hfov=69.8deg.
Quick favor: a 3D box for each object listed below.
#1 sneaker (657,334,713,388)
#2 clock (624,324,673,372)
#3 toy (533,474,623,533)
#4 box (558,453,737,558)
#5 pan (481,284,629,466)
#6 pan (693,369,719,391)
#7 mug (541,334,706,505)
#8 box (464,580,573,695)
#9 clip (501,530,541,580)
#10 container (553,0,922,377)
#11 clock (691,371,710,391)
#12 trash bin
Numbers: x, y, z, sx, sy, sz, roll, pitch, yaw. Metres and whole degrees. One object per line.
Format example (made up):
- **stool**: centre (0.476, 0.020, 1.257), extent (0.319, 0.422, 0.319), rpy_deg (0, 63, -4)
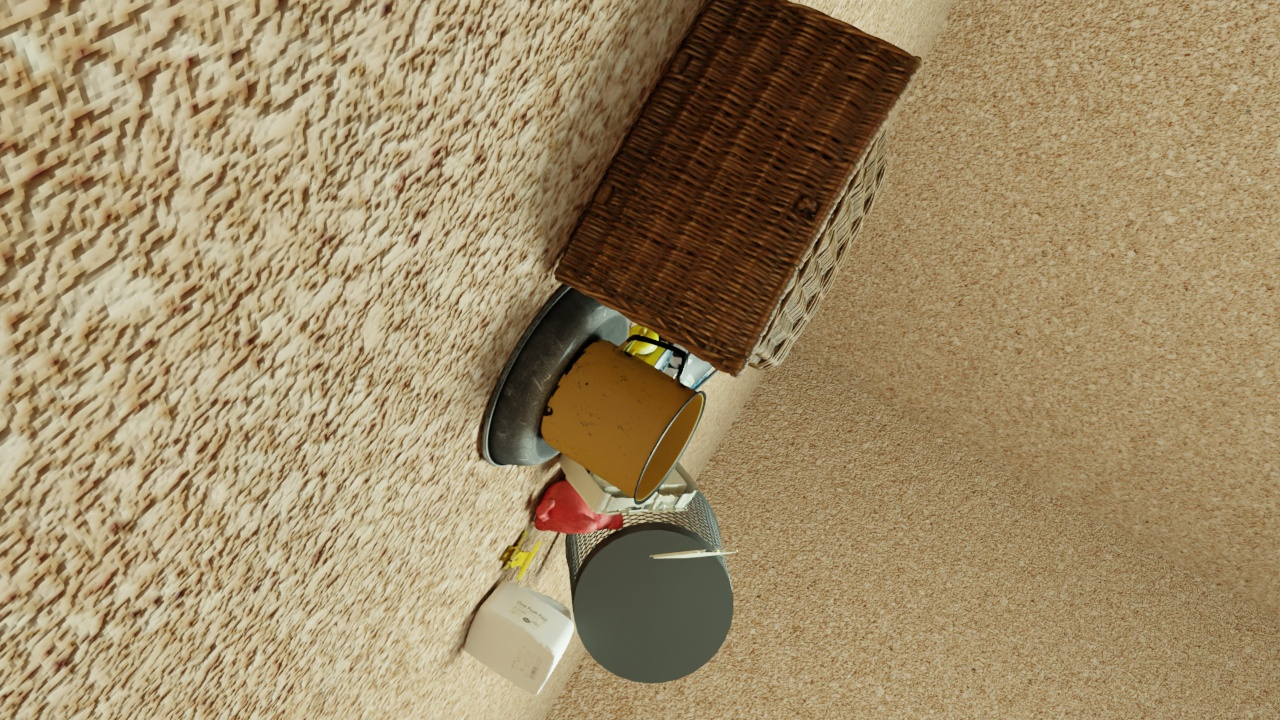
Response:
- **sneaker**: centre (0.036, 0.004, 1.058), extent (0.236, 0.084, 0.078), rpy_deg (-55, 177, 27)
- **clock**: centre (-0.006, 0.006, 0.977), extent (0.083, 0.057, 0.119), rpy_deg (-58, 170, -10)
- **toy**: centre (-0.084, 0.152, 1.050), extent (0.132, 0.088, 0.094), rpy_deg (11, 75, -59)
- **box**: centre (0.001, 0.169, 1.006), extent (0.143, 0.186, 0.070), rpy_deg (5, 122, -39)
- **pan**: centre (-0.061, 0.035, 0.848), extent (0.187, 0.055, 0.357), rpy_deg (-57, 165, -12)
- **pan**: centre (0.037, 0.082, 1.210), extent (0.353, 0.024, 0.217), rpy_deg (-41, 179, -22)
- **mug**: centre (-0.010, 0.035, 0.715), extent (0.100, 0.094, 0.124), rpy_deg (-24, 141, -63)
- **box**: centre (-0.127, 0.312, 1.103), extent (0.136, 0.109, 0.121), rpy_deg (-46, 163, -51)
- **clip**: centre (-0.141, 0.219, 1.037), extent (0.049, 0.044, 0.054), rpy_deg (29, 93, -38)
- **container**: centre (0.086, -0.117, 0.709), extent (0.250, 0.162, 0.183), rpy_deg (-60, 159, 0)
- **clock**: centre (0.073, 0.010, 1.357), extent (0.116, 0.060, 0.161), rpy_deg (-59, 171, -4)
- **trash bin**: centre (0.009, 0.272, 1.176), extent (0.218, 0.217, 0.227), rpy_deg (-61, -174, 5)
